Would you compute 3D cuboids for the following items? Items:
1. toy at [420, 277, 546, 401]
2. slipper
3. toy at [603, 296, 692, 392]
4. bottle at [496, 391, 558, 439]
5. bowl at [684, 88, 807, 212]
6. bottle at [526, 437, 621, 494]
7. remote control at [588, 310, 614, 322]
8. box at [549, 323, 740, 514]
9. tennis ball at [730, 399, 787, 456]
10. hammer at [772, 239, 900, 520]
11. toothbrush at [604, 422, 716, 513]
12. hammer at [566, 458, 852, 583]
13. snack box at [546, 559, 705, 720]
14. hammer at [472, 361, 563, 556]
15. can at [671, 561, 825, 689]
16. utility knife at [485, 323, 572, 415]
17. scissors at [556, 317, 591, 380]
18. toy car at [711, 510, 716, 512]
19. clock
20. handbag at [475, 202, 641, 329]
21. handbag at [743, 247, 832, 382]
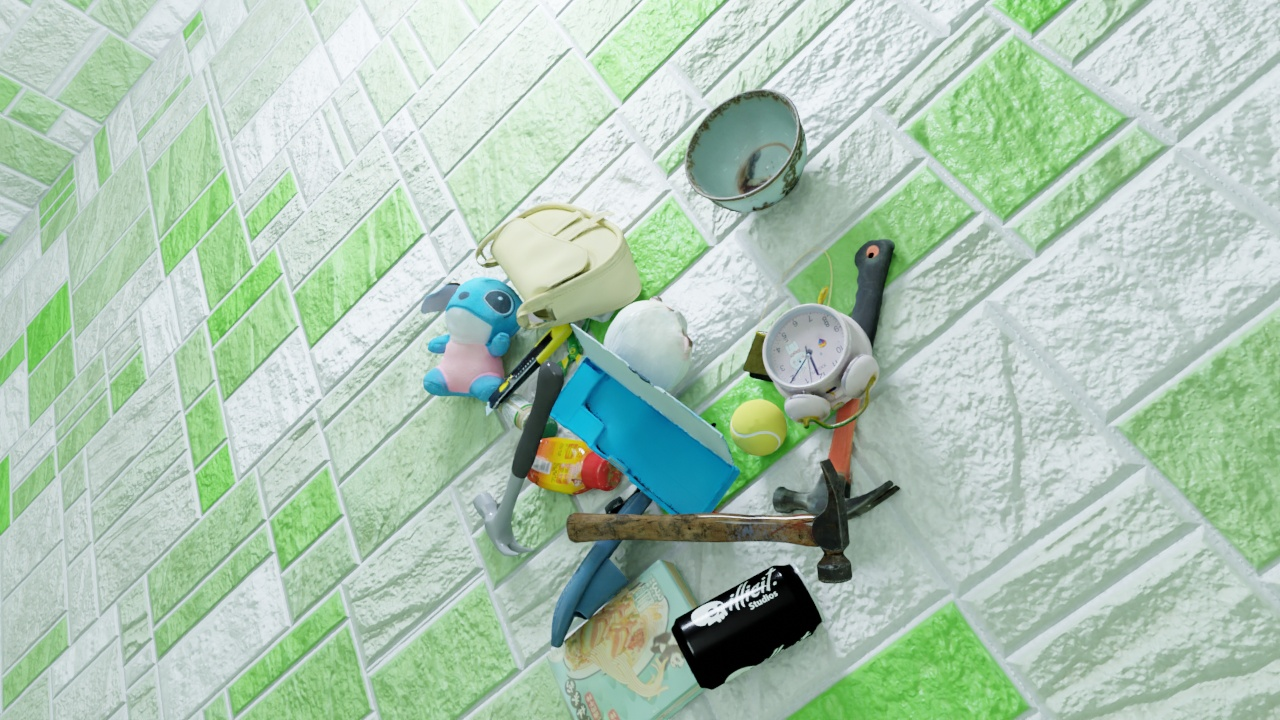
[{"bbox_3d":[-0.231,-0.032,1.352,0.224,0.099,0.191,7,79,26],"label":"toy"},{"bbox_3d":[-0.042,0.250,1.092,0.059,0.104,0.213,33,67,4],"label":"slipper"},{"bbox_3d":[-0.007,0.007,1.177,0.180,0.101,0.138,-57,42,21],"label":"toy"},{"bbox_3d":[-0.162,0.078,1.287,0.110,0.042,0.042,32,90,41],"label":"bottle"},{"bbox_3d":[0.148,-0.253,1.174,0.160,0.094,0.159,-15,63,30],"label":"bowl"},{"bbox_3d":[-0.088,0.140,1.203,0.134,0.048,0.071,4,73,36],"label":"bottle"},{"bbox_3d":[-0.084,-0.089,1.314,0.133,0.022,0.050,20,73,39],"label":"remote control"},{"bbox_3d":[-0.008,0.074,1.056,0.243,0.113,0.114,36,90,28],"label":"box"},{"bbox_3d":[0.136,0.078,1.060,0.065,0.065,0.065,-14,63,30],"label":"tennis ball"},{"bbox_3d":[0.241,0.016,1.037,0.133,0.033,0.332,1,71,37],"label":"hammer"},{"bbox_3d":[0.023,0.136,1.150,0.188,0.014,0.017,-42,45,13],"label":"toothbrush"},{"bbox_3d":[0.060,0.171,0.982,0.331,0.033,0.120,-6,88,31],"label":"hammer"},{"bbox_3d":[-0.004,0.347,1.059,0.194,0.044,0.141,-42,54,12],"label":"snack box"},{"bbox_3d":[-0.147,0.129,1.166,0.125,0.029,0.312,52,135,35],"label":"hammer"},{"bbox_3d":[0.111,0.276,0.959,0.146,0.080,0.080,-28,54,-4],"label":"can"},{"bbox_3d":[-0.161,0.011,1.297,0.174,0.020,0.029,-49,45,-7],"label":"utility knife"},{"bbox_3d":[-0.086,-0.012,1.290,0.112,0.012,0.130,14,78,41],"label":"scissors"},{"bbox_3d":[0.063,0.174,1.089,0.090,0.038,0.025,17,78,39],"label":"toy car"},{"bbox_3d":[0.198,0.008,1.014,0.117,0.058,0.157,-33,54,19],"label":"clock"},{"bbox_3d":[-0.118,-0.143,1.285,0.190,0.089,0.233,-29,43,-11],"label":"handbag"},{"bbox_3d":[0.188,-0.057,1.114,0.084,0.027,0.177,11,72,36],"label":"handbag"}]
